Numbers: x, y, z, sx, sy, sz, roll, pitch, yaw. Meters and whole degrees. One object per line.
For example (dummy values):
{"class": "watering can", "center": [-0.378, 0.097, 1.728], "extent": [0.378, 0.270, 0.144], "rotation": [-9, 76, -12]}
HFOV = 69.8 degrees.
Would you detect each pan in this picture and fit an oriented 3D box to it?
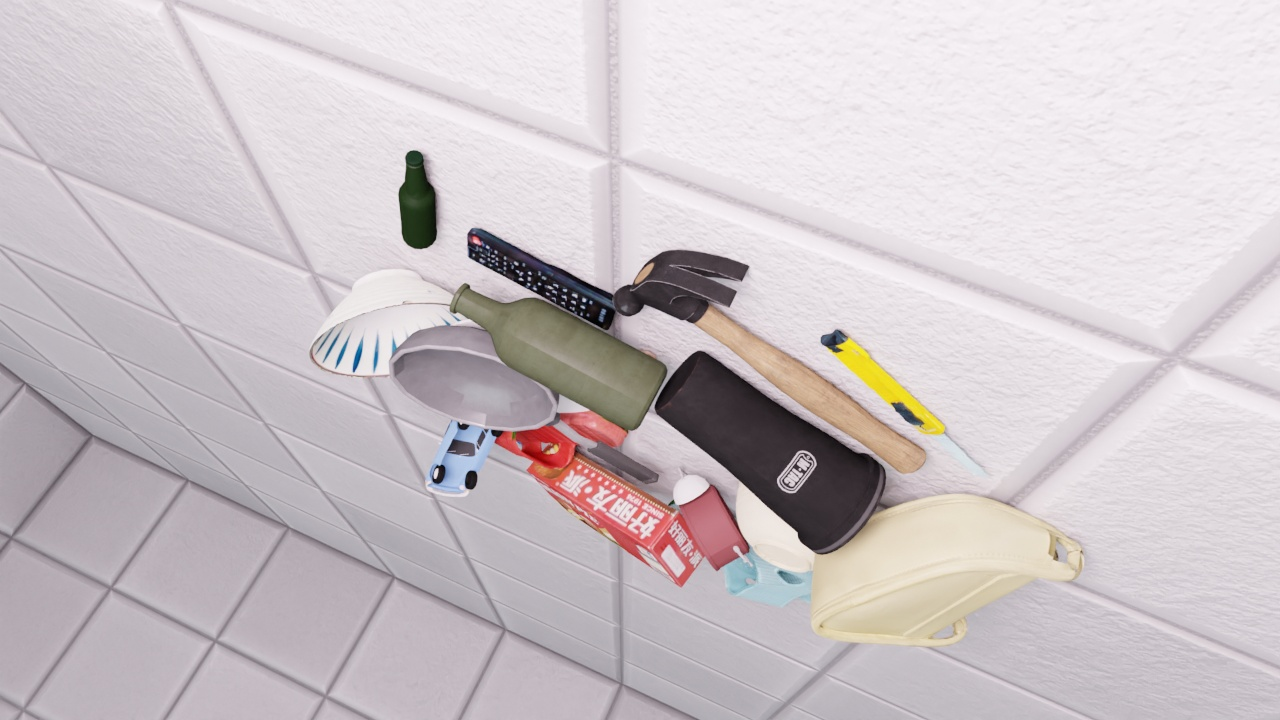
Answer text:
{"class": "pan", "center": [-0.107, 0.057, 1.001], "extent": [0.179, 0.041, 0.357], "rotation": [-18, 139, 43]}

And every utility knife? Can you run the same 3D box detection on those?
{"class": "utility knife", "center": [0.227, 0.040, 0.771], "extent": [0.218, 0.019, 0.030], "rotation": [36, 162, -24]}

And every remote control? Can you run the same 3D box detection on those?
{"class": "remote control", "center": [-0.089, -0.077, 0.839], "extent": [0.150, 0.022, 0.047], "rotation": [28, 155, 2]}

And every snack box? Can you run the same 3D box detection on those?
{"class": "snack box", "center": [-0.033, 0.192, 1.178], "extent": [0.236, 0.060, 0.113], "rotation": [24, 158, 40]}

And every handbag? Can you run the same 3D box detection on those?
{"class": "handbag", "center": [0.284, 0.207, 0.899], "extent": [0.190, 0.088, 0.234], "rotation": [17, 141, -15]}

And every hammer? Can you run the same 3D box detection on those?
{"class": "hammer", "center": [0.127, 0.010, 0.784], "extent": [0.305, 0.040, 0.133], "rotation": [34, 157, -15]}

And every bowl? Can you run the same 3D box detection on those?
{"class": "bowl", "center": [0.170, 0.188, 1.024], "extent": [0.151, 0.075, 0.151], "rotation": [21, 154, 11]}
{"class": "bowl", "center": [-0.259, -0.048, 0.960], "extent": [0.177, 0.070, 0.177], "rotation": [-15, 161, -5]}

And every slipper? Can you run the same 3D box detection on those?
{"class": "slipper", "center": [0.147, 0.268, 1.206], "extent": [0.276, 0.069, 0.116], "rotation": [33, 150, -12]}
{"class": "slipper", "center": [-0.124, 0.098, 1.138], "extent": [0.249, 0.059, 0.103], "rotation": [-1, 152, 38]}

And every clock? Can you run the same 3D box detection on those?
{"class": "clock", "center": [0.081, 0.186, 1.080], "extent": [0.137, 0.048, 0.096], "rotation": [61, -177, 20]}

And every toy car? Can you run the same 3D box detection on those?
{"class": "toy car", "center": [-0.212, 0.100, 1.115], "extent": [0.056, 0.154, 0.054], "rotation": [15, -154, -30]}

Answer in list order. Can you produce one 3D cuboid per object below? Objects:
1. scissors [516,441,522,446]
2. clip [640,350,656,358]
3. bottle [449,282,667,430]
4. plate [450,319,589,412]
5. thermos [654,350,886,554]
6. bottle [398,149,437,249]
{"class": "scissors", "center": [-0.198, 0.080, 1.244], "extent": [0.131, 0.018, 0.110], "rotation": [25, 157, 3]}
{"class": "clip", "center": [-0.004, 0.002, 0.909], "extent": [0.025, 0.049, 0.061], "rotation": [33, -167, -16]}
{"class": "bottle", "center": [-0.079, -0.011, 0.852], "extent": [0.207, 0.071, 0.072], "rotation": [28, 154, 2]}
{"class": "plate", "center": [-0.118, 0.004, 0.983], "extent": [0.208, 0.015, 0.209], "rotation": [8, 152, 4]}
{"class": "thermos", "center": [0.120, 0.083, 0.858], "extent": [0.218, 0.105, 0.106], "rotation": [37, 153, -9]}
{"class": "bottle", "center": [-0.196, -0.142, 0.806], "extent": [0.033, 0.033, 0.123], "rotation": [26, 154, 1]}
